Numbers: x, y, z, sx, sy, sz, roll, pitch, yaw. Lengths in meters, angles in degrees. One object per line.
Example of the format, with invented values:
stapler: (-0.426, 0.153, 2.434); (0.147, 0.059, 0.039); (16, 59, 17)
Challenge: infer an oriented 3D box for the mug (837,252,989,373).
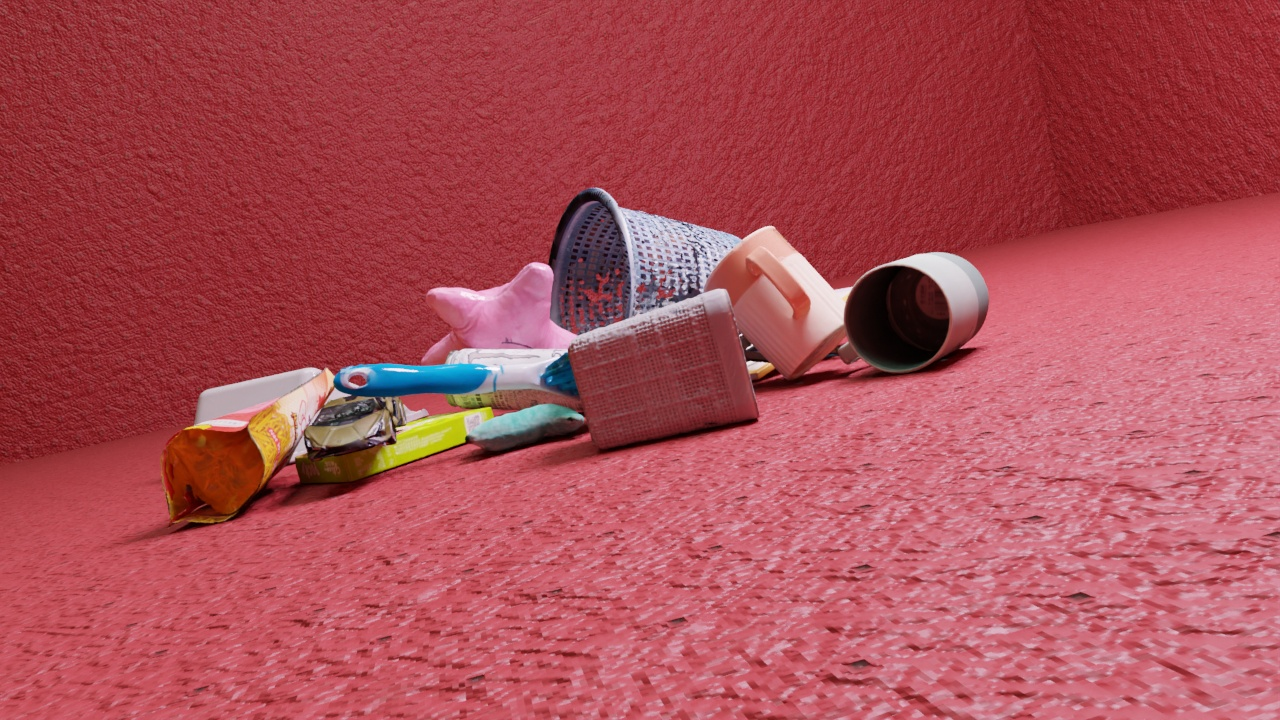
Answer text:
mug: (0.209, -0.033, 0.720); (0.112, 0.082, 0.106); (-39, -12, 36)

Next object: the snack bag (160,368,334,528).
snack bag: (-0.320, 0.071, 0.769); (0.128, 0.073, 0.208); (-53, 6, 3)

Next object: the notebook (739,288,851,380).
notebook: (0.142, -0.026, 0.924); (0.205, 0.010, 0.146); (-30, 13, -29)

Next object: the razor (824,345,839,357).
razor: (0.209, -0.024, 0.923); (0.043, 0.028, 0.132); (-13, 1, 42)

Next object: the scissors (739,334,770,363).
scissors: (0.073, -0.006, 0.768); (0.159, 0.014, 0.177); (26, 27, -10)

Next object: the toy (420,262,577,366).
toy: (-0.142, -0.011, 0.941); (0.179, 0.195, 0.074); (-17, 47, 8)

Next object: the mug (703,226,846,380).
mug: (0.116, -0.051, 0.754); (0.081, 0.106, 0.114); (-40, -15, -4)

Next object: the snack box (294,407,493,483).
snack box: (-0.214, 0.074, 0.814); (0.086, 0.026, 0.156); (-9, 6, 43)

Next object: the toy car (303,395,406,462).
toy car: (-0.231, 0.050, 0.749); (0.070, 0.042, 0.158); (-13, 10, -10)

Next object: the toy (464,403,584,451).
toy: (-0.098, 0.054, 0.736); (0.091, 0.030, 0.097); (-10, 0, -21)

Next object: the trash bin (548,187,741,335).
trash bin: (0.021, -0.076, 1.056); (0.194, 0.226, 0.227); (0, -2, -27)

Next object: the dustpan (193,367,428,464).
dustpan: (-0.414, 0.106, 1.085); (0.223, 0.142, 0.258); (-11, -25, 16)

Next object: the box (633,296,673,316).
box: (0.082, -0.054, 1.248); (0.184, 0.090, 0.060); (-9, 4, 5)

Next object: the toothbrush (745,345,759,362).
toothbrush: (0.126, -0.017, 0.850); (0.189, 0.014, 0.017); (-24, 4, -1)

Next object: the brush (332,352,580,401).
brush: (-0.077, 0.012, 0.747); (0.313, 0.060, 0.110); (2, -12, -35)

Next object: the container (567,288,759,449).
container: (0.014, 0.008, 0.646); (0.114, 0.090, 0.090); (-15, 4, 2)

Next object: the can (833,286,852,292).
can: (0.259, -0.061, 1.065); (0.053, 0.053, 0.135); (-16, 6, -39)

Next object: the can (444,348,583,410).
can: (-0.107, 0.018, 0.863); (0.147, 0.058, 0.058); (1, 7, 12)
